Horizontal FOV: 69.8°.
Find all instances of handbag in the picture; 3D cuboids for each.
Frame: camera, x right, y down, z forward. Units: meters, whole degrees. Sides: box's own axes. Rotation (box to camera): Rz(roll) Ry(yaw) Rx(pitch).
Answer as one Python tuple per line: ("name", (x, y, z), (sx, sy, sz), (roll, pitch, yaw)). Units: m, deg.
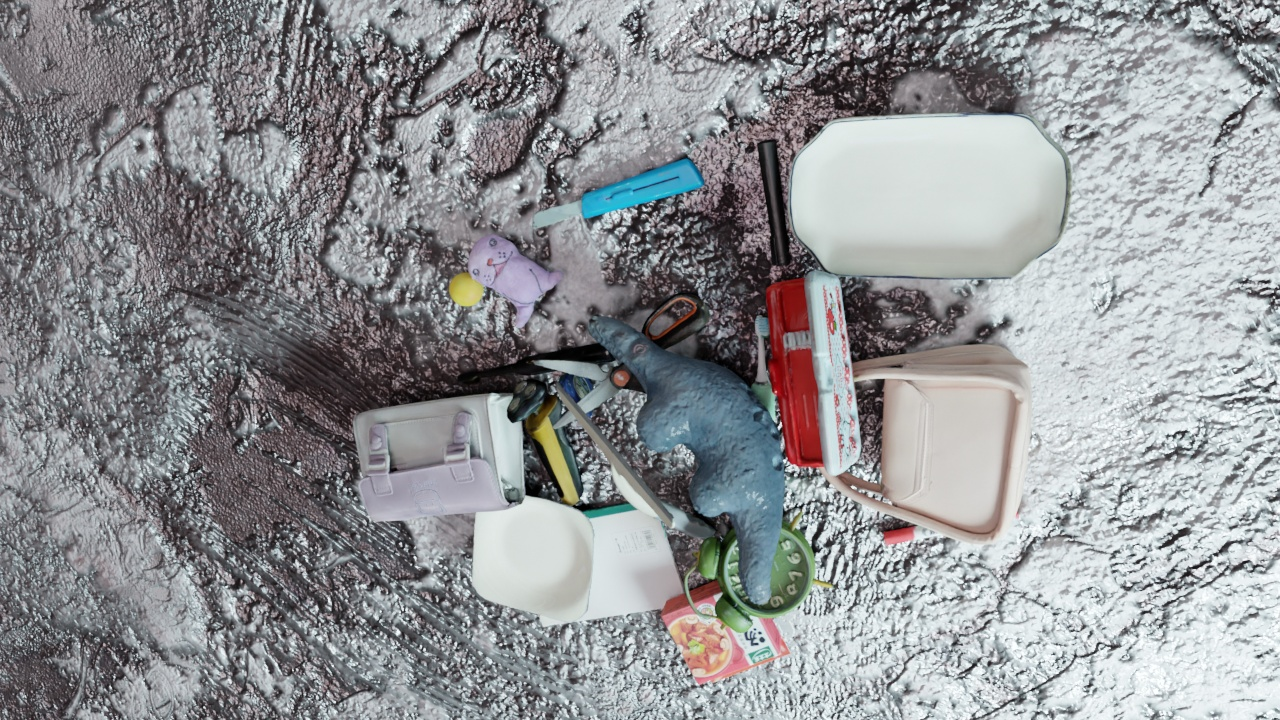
("handbag", (-0.247, 0.121, 1.130), (0.197, 0.098, 0.145), (-9, 89, 21))
("handbag", (0.284, 0.080, 0.970), (0.234, 0.093, 0.193), (5, 110, 22))

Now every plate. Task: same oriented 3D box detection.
("plate", (-0.134, 0.243, 1.171), (0.164, 0.034, 0.164), (11, 109, 14))
("plate", (0.281, -0.163, 0.912), (0.266, 0.034, 0.162), (2, 108, 18))

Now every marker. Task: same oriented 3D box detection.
("marker", (0.343, 0.184, 1.018), (0.145, 0.017, 0.017), (-17, 102, 23))
("marker", (0.140, -0.165, 0.964), (0.020, 0.022, 0.132), (19, 123, 60))

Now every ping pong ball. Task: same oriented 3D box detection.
("ping pong ball", (-0.208, -0.085, 1.093), (0.040, 0.040, 0.040), (6, 109, 16))

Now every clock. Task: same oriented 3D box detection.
("clock", (0.129, 0.245, 1.054), (0.161, 0.056, 0.116), (-22, 81, 1))

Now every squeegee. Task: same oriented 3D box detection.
("squeegee", (0.016, 0.157, 1.028), (0.039, 0.246, 0.246), (-45, 46, 0))

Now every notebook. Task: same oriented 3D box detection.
("notebook", (-0.056, 0.261, 1.176), (0.209, 0.012, 0.150), (-14, 102, 21))

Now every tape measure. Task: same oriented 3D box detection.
("tape measure", (-0.076, 0.040, 1.085), (0.025, 0.054, 0.058), (-26, 108, 22))

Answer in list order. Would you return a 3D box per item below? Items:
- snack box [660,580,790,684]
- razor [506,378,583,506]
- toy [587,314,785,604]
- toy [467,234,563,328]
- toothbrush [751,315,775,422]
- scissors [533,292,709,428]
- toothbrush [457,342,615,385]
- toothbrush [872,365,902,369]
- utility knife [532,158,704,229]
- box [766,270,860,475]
("snack box", (0.105, 0.336, 1.123), (0.113, 0.044, 0.127), (-27, 98, 15))
("razor", (-0.112, 0.103, 1.118), (0.062, 0.067, 0.167), (11, 125, 57))
("toy", (0.075, 0.081, 0.990), (0.137, 0.091, 0.356), (-33, 87, -12))
("toy", (-0.155, -0.100, 1.070), (0.108, 0.039, 0.084), (37, 98, 3))
("toothbrush", (0.140, 0.058, 1.037), (0.027, 0.026, 0.225), (18, 118, 52))
("scissors", (0.001, 0.017, 1.043), (0.230, 0.021, 0.221), (33, 102, -8))
("toothbrush", (-0.129, 0.007, 1.108), (0.213, 0.027, 0.026), (-11, 60, 22))
("toothbrush", (0.240, 0.009, 0.997), (0.190, 0.016, 0.014), (-10, 101, 18))
("utility knife", (-0.031, -0.180, 1.018), (0.210, 0.018, 0.034), (-13, 104, 23))
("box", (0.169, 0.014, 0.936), (0.113, 0.099, 0.201), (-7, 90, 41))
